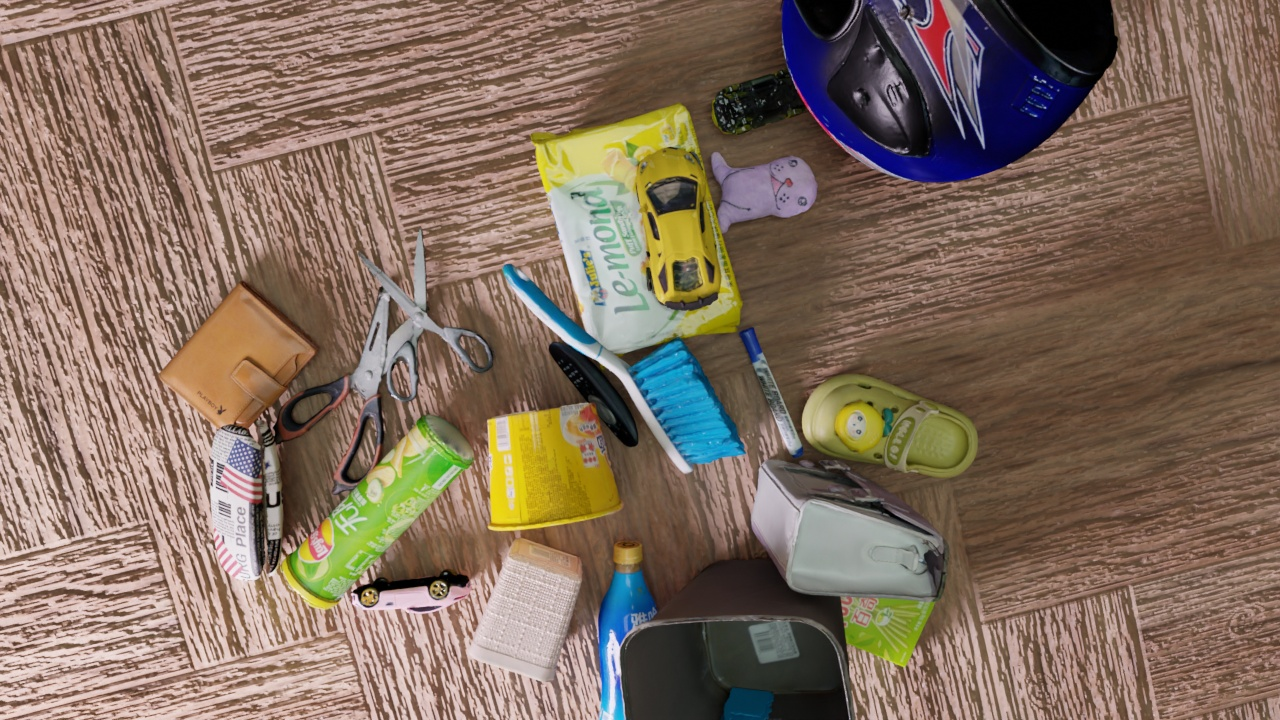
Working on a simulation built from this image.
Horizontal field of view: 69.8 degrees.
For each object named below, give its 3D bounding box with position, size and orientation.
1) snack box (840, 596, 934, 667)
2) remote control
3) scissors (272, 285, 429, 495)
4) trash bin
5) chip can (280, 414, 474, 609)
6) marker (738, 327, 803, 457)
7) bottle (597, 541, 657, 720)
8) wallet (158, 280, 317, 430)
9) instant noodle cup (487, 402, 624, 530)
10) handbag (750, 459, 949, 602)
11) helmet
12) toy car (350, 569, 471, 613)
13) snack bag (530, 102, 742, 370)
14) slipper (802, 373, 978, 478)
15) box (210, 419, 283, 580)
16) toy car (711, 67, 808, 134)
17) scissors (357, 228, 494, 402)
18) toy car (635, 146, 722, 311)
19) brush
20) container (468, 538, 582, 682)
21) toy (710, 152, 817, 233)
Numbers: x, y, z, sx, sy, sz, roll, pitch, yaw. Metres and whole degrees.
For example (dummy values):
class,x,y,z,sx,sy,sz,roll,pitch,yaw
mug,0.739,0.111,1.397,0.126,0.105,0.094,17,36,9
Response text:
class,x,y,z,sx,sy,sz,roll,pitch,yaw
snack box,0.228,0.259,0.984,0.156,0.026,0.086,24,94,-4
remote control,-0.043,0.031,0.942,0.024,0.053,0.136,-41,97,-23
scissors,-0.295,0.034,0.950,0.221,0.015,0.189,-20,96,1
trash bin,0.110,0.298,0.870,0.199,0.219,0.198,-7,95,17
chip can,-0.264,0.151,0.934,0.072,0.072,0.221,44,93,-5
marker,0.138,0.034,0.964,0.017,0.017,0.146,-23,96,0
bottle,-0.013,0.299,0.961,0.065,0.065,0.219,0,95,-2
wallet,-0.409,0.002,0.937,0.108,0.031,0.132,43,94,-4
instant noodle cup,-0.091,0.102,0.911,0.138,0.138,0.109,-9,87,-1
handbag,0.195,0.158,0.888,0.145,0.197,0.098,12,95,-4
helmet,0.244,-0.308,0.819,0.315,0.241,0.246,49,54,-12
toy car,-0.237,0.243,0.953,0.122,0.056,0.037,-5,89,-1
snack bag,-0.001,-0.127,0.918,0.158,0.068,0.246,-16,96,-1
slipper,0.265,0.071,0.941,0.190,0.081,0.091,15,92,-6
box,-0.397,0.143,0.913,0.080,0.075,0.163,-3,105,-35
toy car,0.121,-0.260,0.928,0.105,0.032,0.048,-21,96,-11
scissors,-0.221,-0.041,0.936,0.159,0.014,0.181,16,92,-13
toy car,0.034,-0.124,0.866,0.071,0.041,0.156,-9,96,-2
brush,-0.005,0.005,0.881,0.109,0.060,0.314,-26,125,10
container,-0.112,0.252,0.942,0.090,0.090,0.111,20,91,-4
toy,0.126,-0.176,0.932,0.108,0.039,0.084,-7,87,0
